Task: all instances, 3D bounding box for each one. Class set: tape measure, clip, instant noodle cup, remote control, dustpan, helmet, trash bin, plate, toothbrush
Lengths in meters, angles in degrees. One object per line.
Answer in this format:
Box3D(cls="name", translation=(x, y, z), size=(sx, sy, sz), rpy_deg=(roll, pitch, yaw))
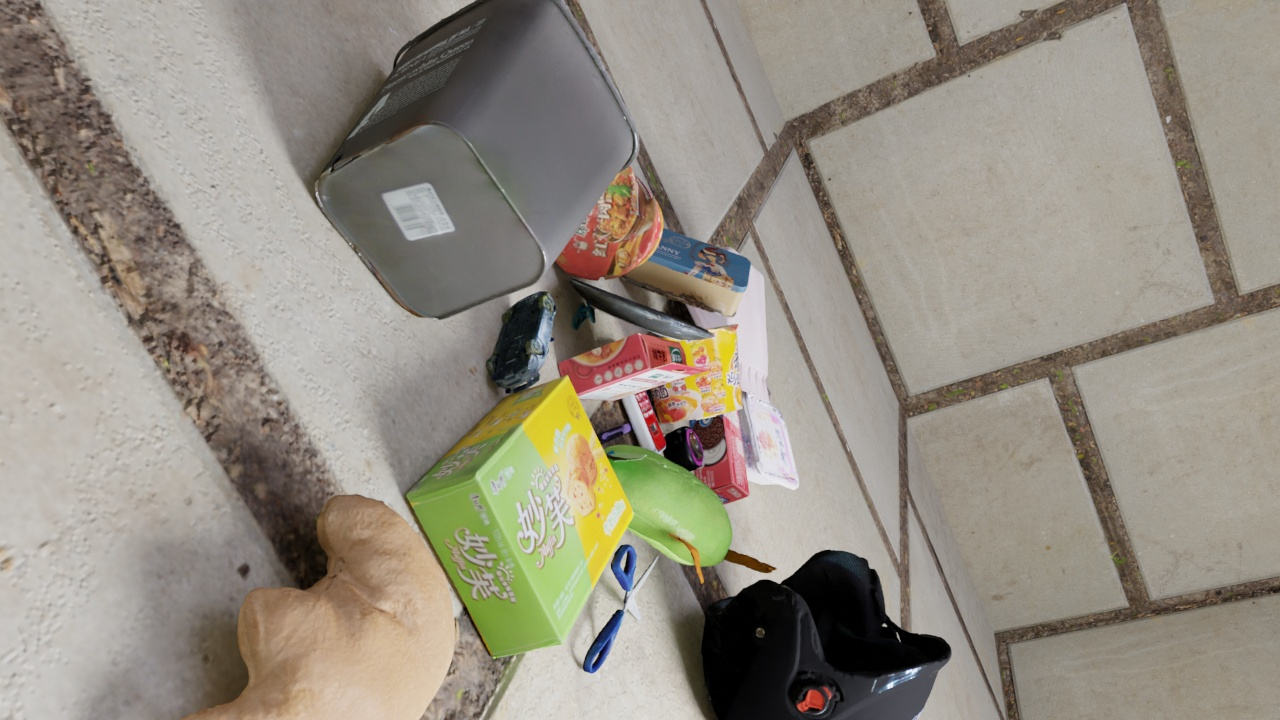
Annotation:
Box3D(cls="tape measure", translation=(0.057, 0.114, 1.177), size=(0.057, 0.039, 0.058), rpy_deg=(-9, 80, -68))
Box3D(cls="clip", translation=(-0.063, -0.054, 1.064), size=(0.055, 0.038, 0.013), rpy_deg=(-83, 149, -59))
Box3D(cls="instant noodle cup", translation=(0.068, 0.019, 1.174), size=(0.137, 0.138, 0.110), rpy_deg=(-9, 88, -67))
Box3D(cls="instant noodle cup", translation=(0.182, 0.132, 1.427), size=(0.173, 0.060, 0.138), rpy_deg=(30, 45, -59))
Box3D(cls="remote control", translation=(-0.004, 0.050, 1.107), size=(0.136, 0.020, 0.055), rpy_deg=(69, 18, 1))
Box3D(cls="dustpan", translation=(0.104, -0.068, 1.397), size=(0.222, 0.139, 0.273), rpy_deg=(29, 61, -63))
Box3D(cls="helmet", translation=(0.199, 0.343, 1.028), size=(0.233, 0.275, 0.230), rpy_deg=(-1, 100, -57))
Box3D(cls="trash bin", translation=(-0.139, -0.170, 0.780), size=(0.199, 0.199, 0.219), rpy_deg=(56, 33, -28))
Box3D(cls="plate", translation=(-0.002, -0.052, 1.046), size=(0.179, 0.179, 0.024), rpy_deg=(13, 99, -64))
Box3D(cls="instant noodle cup", translation=(-0.038, -0.161, 1.082), size=(0.108, 0.138, 0.138), rpy_deg=(-18, 89, -76))
Box3D(cls="toothbrush", translation=(-0.040, 0.085, 1.021), size=(0.188, 0.017, 0.014), rpy_deg=(-12, 87, -71))

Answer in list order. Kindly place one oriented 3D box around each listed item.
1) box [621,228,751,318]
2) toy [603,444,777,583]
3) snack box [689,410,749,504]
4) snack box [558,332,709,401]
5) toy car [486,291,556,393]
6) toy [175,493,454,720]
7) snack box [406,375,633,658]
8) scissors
Box3D(cls="box", translation=(0.055, -0.125, 1.237), size=(0.184, 0.059, 0.089), rpy_deg=(20, 36, -5))
Box3D(cls="toy", translation=(0.031, 0.160, 0.987), size=(0.246, 0.090, 0.227), rpy_deg=(36, 7, -34))
Box3D(cls="snack box", translation=(0.106, 0.096, 1.286), size=(0.058, 0.057, 0.207), rpy_deg=(40, 37, -47))
Box3D(cls="snack box", translation=(-0.006, 0.006, 1.007), size=(0.113, 0.127, 0.044), rpy_deg=(10, 63, -65))
Box3D(cls="toy car", translation=(-0.111, -0.019, 0.882), size=(0.037, 0.054, 0.120), rpy_deg=(51, 28, -34))
Box3D(cls="toy", translation=(-0.182, 0.182, 0.529), size=(0.143, 0.083, 0.225), rpy_deg=(58, 28, -17))
Box3D(cls="snack box", translation=(-0.091, 0.125, 0.787), size=(0.158, 0.070, 0.209), rpy_deg=(66, 22, -13))
Box3D(cls="scissors", translation=(-0.016, 0.232, 0.885), size=(0.176, 0.012, 0.162), rpy_deg=(86, 26, -46))
